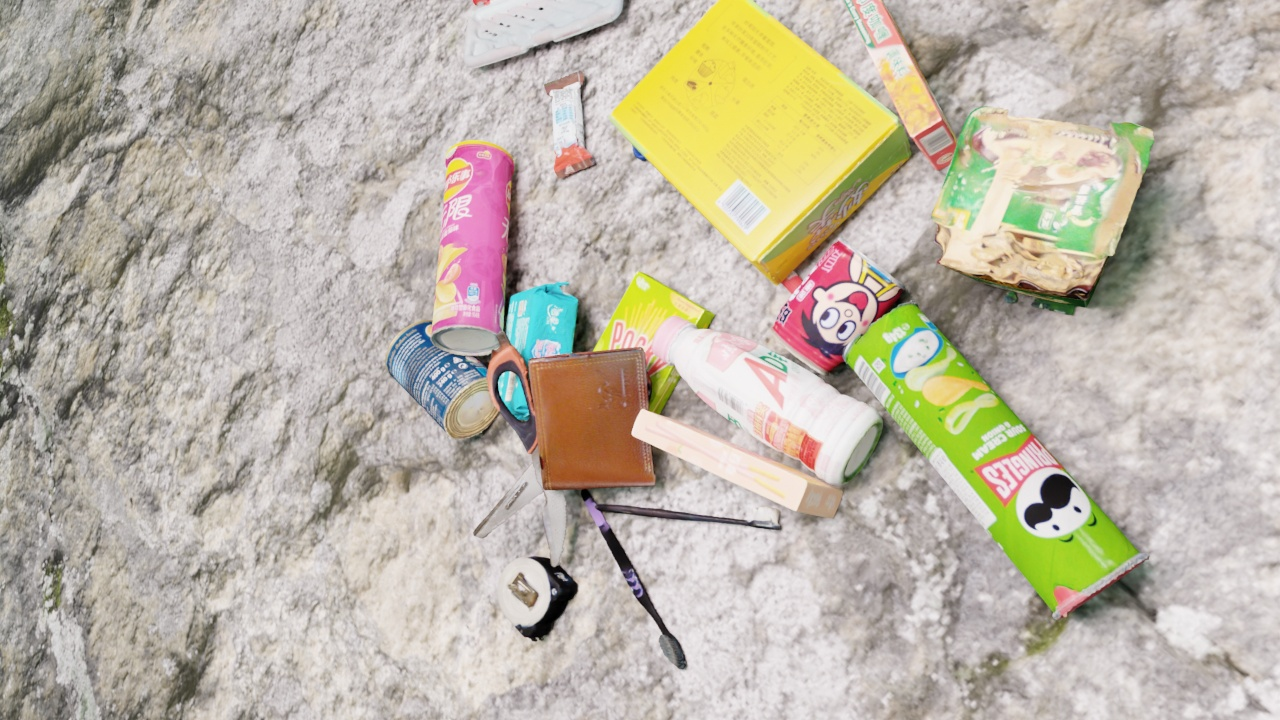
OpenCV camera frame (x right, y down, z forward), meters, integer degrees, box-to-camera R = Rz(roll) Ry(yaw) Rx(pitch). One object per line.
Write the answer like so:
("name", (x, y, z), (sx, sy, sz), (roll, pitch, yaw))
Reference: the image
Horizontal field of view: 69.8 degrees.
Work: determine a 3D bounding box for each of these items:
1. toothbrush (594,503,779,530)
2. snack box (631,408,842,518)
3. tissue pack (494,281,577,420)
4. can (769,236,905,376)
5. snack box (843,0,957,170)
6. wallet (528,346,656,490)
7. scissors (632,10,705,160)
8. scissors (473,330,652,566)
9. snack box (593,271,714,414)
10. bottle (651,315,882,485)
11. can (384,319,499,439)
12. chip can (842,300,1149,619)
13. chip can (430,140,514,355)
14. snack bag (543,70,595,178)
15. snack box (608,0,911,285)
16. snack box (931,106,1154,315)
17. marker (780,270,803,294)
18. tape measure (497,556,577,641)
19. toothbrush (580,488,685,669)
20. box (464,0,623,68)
("toothbrush", (0.037, 0.132, 0.798), (0.181, 0.015, 0.018), (-2, 74, 31))
("snack box", (0.077, 0.083, 0.741), (0.157, 0.084, 0.026), (21, 89, 33))
("tissue pack", (-0.098, -0.008, 0.868), (0.093, 0.050, 0.133), (179, 100, -68))
("can", (0.154, -0.041, 0.726), (0.066, 0.066, 0.094), (46, 105, 30))
("snack box", (0.204, -0.230, 0.724), (0.027, 0.077, 0.155), (-28, 68, 24))
("wallet", (-0.040, 0.052, 0.785), (0.101, 0.032, 0.124), (-5, 102, -3))
("scissors", (0.056, -0.244, 0.858), (0.175, 0.012, 0.162), (-31, 65, 23))
("scissors", (-0.074, 0.075, 0.813), (0.189, 0.015, 0.225), (-13, 101, 2))
("snack box", (-0.005, 0.005, 0.841), (0.086, 0.026, 0.156), (34, 99, 31))
("bottle", (0.096, 0.024, 0.743), (0.197, 0.068, 0.068), (32, 98, 28))
("can", (-0.196, 0.019, 0.928), (0.111, 0.075, 0.075), (39, 102, 31))
("chip can", (0.241, 0.064, 0.649), (0.072, 0.072, 0.236), (-44, 61, 17))
("chip can", (-0.165, -0.113, 0.914), (0.072, 0.071, 0.210), (-15, 63, 29))
("snack bag", (-0.073, -0.240, 0.928), (0.048, 0.026, 0.104), (-15, 73, 23))
("snack box", (0.097, -0.191, 0.774), (0.158, 0.070, 0.210), (-45, 63, 9))
("snack box", (0.278, -0.097, 0.637), (0.118, 0.105, 0.117), (20, 90, 32))
("marker", (0.103, -0.098, 0.798), (0.017, 0.017, 0.145), (-47, 61, 16))
("tape measure", (-0.100, 0.216, 0.857), (0.066, 0.033, 0.066), (37, 99, 31))
("toothbrush", (-0.011, 0.190, 0.817), (0.014, 0.016, 0.189), (-43, 60, 19))
("box", (-0.101, -0.398, 0.970), (0.201, 0.039, 0.158), (-7, 78, 30))
